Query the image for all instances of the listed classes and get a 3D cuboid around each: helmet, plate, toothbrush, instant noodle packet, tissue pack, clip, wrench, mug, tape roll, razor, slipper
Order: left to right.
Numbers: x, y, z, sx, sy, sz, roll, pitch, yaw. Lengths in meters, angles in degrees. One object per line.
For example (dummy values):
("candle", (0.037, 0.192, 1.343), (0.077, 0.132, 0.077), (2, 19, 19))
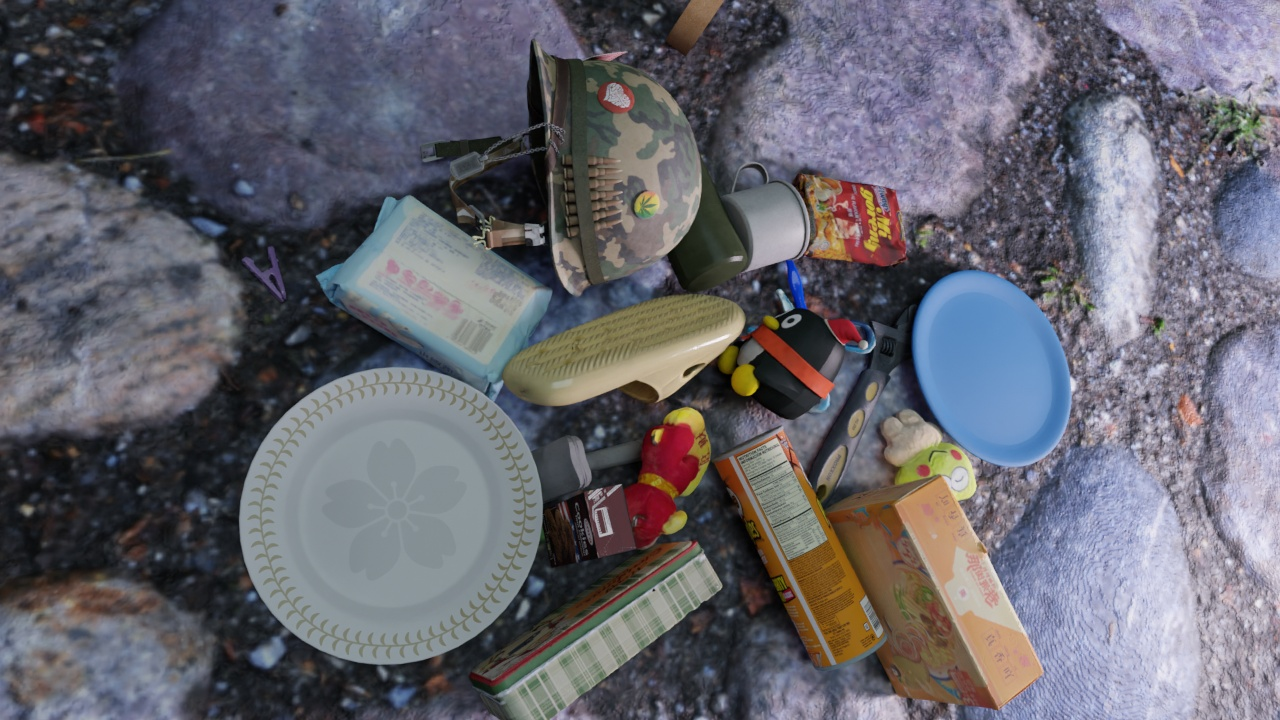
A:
("clip", (-0.319, -0.078, 0.793), (0.050, 0.014, 0.046), (32, 64, -6))
("plate", (-0.203, 0.126, 0.764), (0.242, 0.016, 0.242), (2, 79, -12))
("tissue pack", (-0.177, -0.058, 0.810), (0.182, 0.070, 0.111), (33, 67, -7))
("helmet", (-0.069, -0.165, 0.801), (0.236, 0.224, 0.192), (-22, 38, 4))
("razor", (-0.041, 0.090, 0.825), (0.116, 0.088, 0.047), (-9, 78, -42))
("slipper", (-0.005, 0.005, 0.832), (0.260, 0.111, 0.079), (-20, 116, -38))
("tape roll", (0.064, -0.370, 0.971), (0.027, 0.094, 0.093), (34, 66, -9))
("mug", (0.115, -0.149, 0.936), (0.070, 0.084, 0.113), (-18, 75, -21))
("toothbrush", (0.166, -0.075, 0.968), (0.016, 0.018, 0.182), (-10, 79, -8))
("instant noodle packet", (0.227, -0.153, 1.002), (0.135, 0.040, 0.098), (5, 67, -18))
("wrench", (0.232, 0.044, 0.957), (0.073, 0.022, 0.272), (38, 65, -13))
("plate", (0.385, 0.009, 1.018), (0.224, 0.024, 0.224), (7, 71, -22))

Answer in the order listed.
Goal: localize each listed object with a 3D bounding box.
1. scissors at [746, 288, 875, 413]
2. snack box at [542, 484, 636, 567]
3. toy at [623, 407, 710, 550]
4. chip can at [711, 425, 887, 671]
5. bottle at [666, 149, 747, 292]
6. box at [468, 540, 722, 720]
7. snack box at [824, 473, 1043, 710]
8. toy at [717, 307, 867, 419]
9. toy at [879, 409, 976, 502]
("scissors", (0.182, -0.018, 0.947), (0.134, 0.012, 0.134), (-25, 84, -5))
("snack box", (-0.047, 0.140, 0.762), (0.031, 0.141, 0.051), (-9, 78, -22))
("toy", (0.024, 0.100, 0.824), (0.137, 0.067, 0.106), (-57, 142, -33))
("chip can", (0.148, 0.174, 0.860), (0.075, 0.075, 0.215), (-24, 85, -24))
("bottle", (0.035, -0.173, 0.914), (0.071, 0.072, 0.206), (-17, 76, -24))
("box", (-0.039, 0.221, 0.758), (0.205, 0.118, 0.050), (-29, 91, -23))
("snack box", (0.266, 0.211, 0.855), (0.080, 0.145, 0.195), (-24, 85, -24))
("toy", (0.149, -0.004, 0.889), (0.099, 0.097, 0.119), (38, 99, -19))
("toy", (0.293, 0.105, 0.952), (0.092, 0.046, 0.115), (-25, 77, -24))
